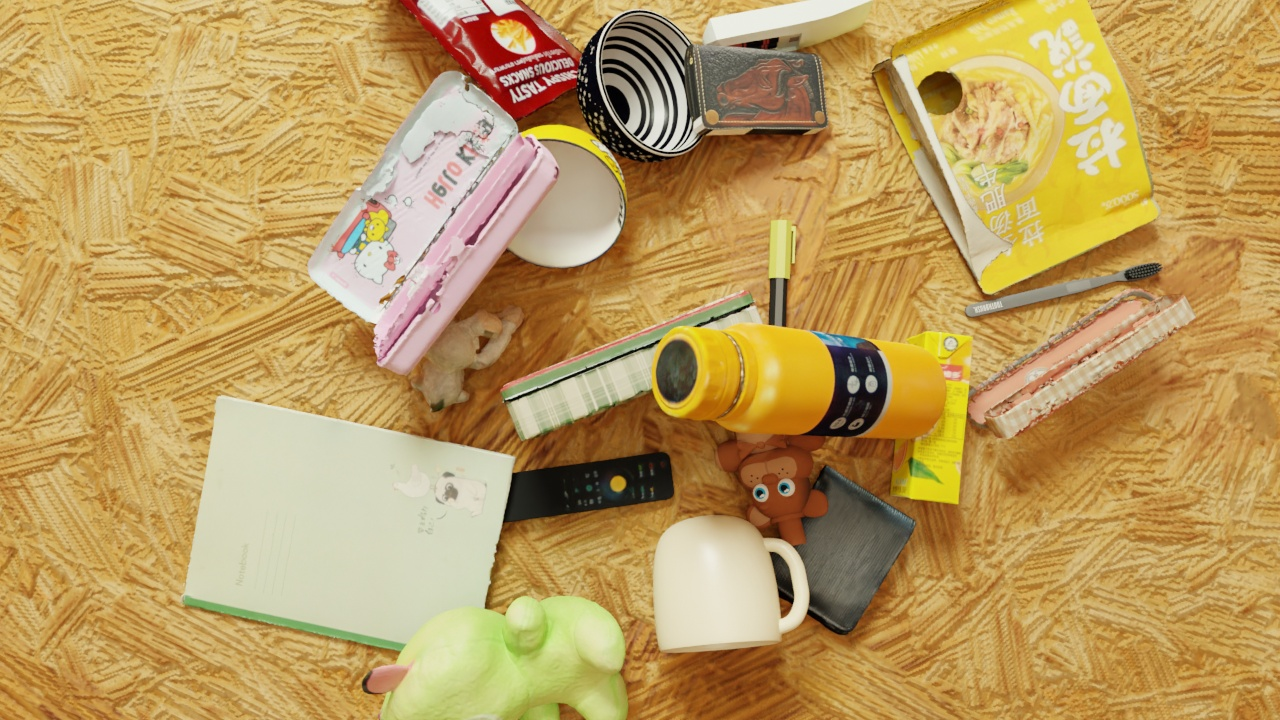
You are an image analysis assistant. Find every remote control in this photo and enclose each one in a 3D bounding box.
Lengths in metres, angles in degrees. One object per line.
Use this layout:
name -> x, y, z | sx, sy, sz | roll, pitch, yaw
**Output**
remote control -> 0.124, -0.281, 0.782 | 0.143, 0.049, 0.024 | -10, 84, 0
remote control -> -0.049, 0.105, 0.764 | 0.152, 0.020, 0.041 | -7, 90, -1

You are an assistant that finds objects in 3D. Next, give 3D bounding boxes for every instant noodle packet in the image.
instant noodle packet -> 0.316, -0.186, 0.761 | 0.163, 0.084, 0.221 | -25, 91, 1

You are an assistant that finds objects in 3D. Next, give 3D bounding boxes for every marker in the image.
marker -> 0.118, -0.056, 0.777 | 0.021, 0.017, 0.124 | 3, 86, 2

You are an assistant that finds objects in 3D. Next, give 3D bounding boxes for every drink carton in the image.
drink carton -> 0.237, 0.046, 0.744 | 0.043, 0.058, 0.134 | 7, 84, 0

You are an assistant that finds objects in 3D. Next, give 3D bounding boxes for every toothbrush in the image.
toothbrush -> 0.356, -0.060, 0.775 | 0.167, 0.013, 0.013 | -13, 84, 2

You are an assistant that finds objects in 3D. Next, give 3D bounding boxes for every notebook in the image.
notebook -> -0.243, 0.141, 0.758 | 0.252, 0.010, 0.182 | 12, 94, 2

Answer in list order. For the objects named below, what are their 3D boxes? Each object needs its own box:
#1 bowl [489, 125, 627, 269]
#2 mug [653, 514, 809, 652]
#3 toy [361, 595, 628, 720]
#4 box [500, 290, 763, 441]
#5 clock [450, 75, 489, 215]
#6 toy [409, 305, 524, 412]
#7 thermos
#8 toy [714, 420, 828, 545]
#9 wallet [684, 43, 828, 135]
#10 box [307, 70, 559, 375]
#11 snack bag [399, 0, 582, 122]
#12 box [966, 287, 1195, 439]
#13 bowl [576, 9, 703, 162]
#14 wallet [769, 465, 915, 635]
bowl -> -0.068, -0.141, 0.755 | 0.117, 0.067, 0.117 | 2, 128, 2
mug -> 0.069, 0.170, 0.713 | 0.120, 0.096, 0.099 | -10, 69, 14
toy -> -0.108, 0.242, 0.711 | 0.197, 0.107, 0.150 | -3, 127, -1
box -> -0.004, 0.004, 0.725 | 0.205, 0.117, 0.051 | -23, 86, 0
clock -> -0.148, -0.170, 0.758 | 0.054, 0.093, 0.140 | 11, 86, -5
toy -> -0.150, -0.006, 0.760 | 0.085, 0.074, 0.106 | 18, 89, -10
thermos -> 0.113, 0.021, 0.661 | 0.232, 0.092, 0.076 | 5, 50, -36
toy -> 0.105, 0.085, 0.736 | 0.095, 0.065, 0.127 | -18, 76, 22
wallet -> 0.097, -0.225, 0.768 | 0.123, 0.019, 0.072 | -5, 88, -23
box -> -0.151, -0.098, 0.694 | 0.202, 0.077, 0.146 | -50, 59, 12
snack bag -> -0.136, -0.291, 0.764 | 0.208, 0.067, 0.138 | 41, 44, 8
box -> 0.350, 0.000, 0.741 | 0.187, 0.082, 0.041 | -32, 95, -4
bowl -> -0.007, -0.220, 0.763 | 0.120, 0.067, 0.120 | 6, 80, -38
wallet -> 0.159, 0.156, 0.751 | 0.089, 0.026, 0.115 | 31, 86, 6
